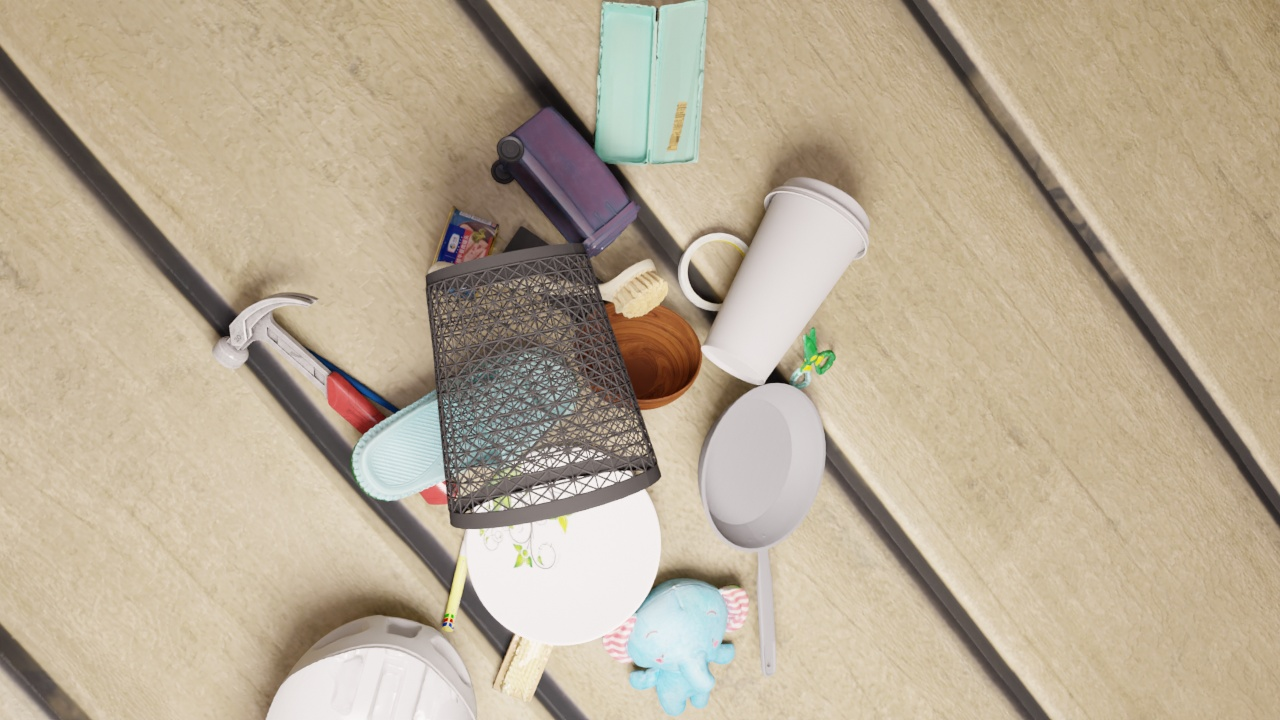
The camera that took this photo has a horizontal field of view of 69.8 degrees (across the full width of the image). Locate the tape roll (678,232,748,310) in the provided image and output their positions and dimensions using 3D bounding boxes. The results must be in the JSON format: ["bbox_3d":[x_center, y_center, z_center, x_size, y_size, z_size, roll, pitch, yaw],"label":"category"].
[{"bbox_3d":[0.093,-0.107,1.110,0.094,0.019,0.094,0,93,-7],"label":"tape roll"}]

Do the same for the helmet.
[{"bbox_3d":[-0.294,0.424,1.010,0.224,0.184,0.282,10,85,-2],"label":"helmet"}]

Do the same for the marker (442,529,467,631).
[{"bbox_3d":[-0.216,0.258,1.096,0.014,0.014,0.132,13,92,-8],"label":"marker"}]

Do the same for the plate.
[{"bbox_3d":[-0.090,0.217,1.087,0.229,0.030,0.229,-1,77,3],"label":"plate"}]

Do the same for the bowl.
[{"bbox_3d":[-0.006,0.006,1.071,0.147,0.069,0.147,5,52,-6],"label":"bowl"}]

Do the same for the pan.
[{"bbox_3d":[0.142,0.201,1.091,0.200,0.051,0.357,-7,102,-37],"label":"pan"}]

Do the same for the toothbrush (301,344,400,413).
[{"bbox_3d":[-0.320,0.042,1.070,0.190,0.016,0.017,35,102,-7],"label":"toothbrush"}]

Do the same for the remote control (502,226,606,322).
[{"bbox_3d":[-0.102,-0.099,1.090,0.133,0.013,0.058,35,89,-7],"label":"remote control"}]

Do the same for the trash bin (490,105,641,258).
[{"bbox_3d":[-0.086,-0.196,1.047,0.092,0.094,0.161,-42,96,-13],"label":"trash bin"}]

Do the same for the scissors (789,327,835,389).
[{"bbox_3d":[0.196,-0.002,1.086,0.071,0.130,0.014,-38,61,1],"label":"scissors"}]

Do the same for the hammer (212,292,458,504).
[{"bbox_3d":[-0.328,0.052,1.050,0.126,0.036,0.315,-42,102,16],"label":"hammer"}]

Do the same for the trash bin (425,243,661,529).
[{"bbox_3d":[-0.110,0.020,0.924,0.217,0.217,0.243,-12,92,-6],"label":"trash bin"}]

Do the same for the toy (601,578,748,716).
[{"bbox_3d":[0.050,0.350,1.091,0.183,0.115,0.181,-11,105,-16],"label":"toy"}]

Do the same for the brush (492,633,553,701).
[{"bbox_3d":[-0.134,0.352,1.099,0.049,0.039,0.117,23,89,-6],"label":"brush"}]

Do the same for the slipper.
[{"bbox_3d":[-0.193,0.072,1.038,0.275,0.069,0.116,-28,100,-17],"label":"slipper"}]

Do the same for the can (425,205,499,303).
[{"bbox_3d":[-0.203,-0.121,1.056,0.059,0.054,0.100,18,91,-9],"label":"can"}]

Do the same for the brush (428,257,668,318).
[{"bbox_3d":[-0.100,-0.088,1.034,0.272,0.077,0.062,2,132,-14],"label":"brush"}]

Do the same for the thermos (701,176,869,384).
[{"bbox_3d":[0.160,-0.087,1.049,0.131,0.132,0.221,33,79,-8],"label":"thermos"}]

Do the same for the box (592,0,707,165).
[{"bbox_3d":[0.012,-0.323,1.072,0.138,0.057,0.187,5,94,11],"label":"box"}]
